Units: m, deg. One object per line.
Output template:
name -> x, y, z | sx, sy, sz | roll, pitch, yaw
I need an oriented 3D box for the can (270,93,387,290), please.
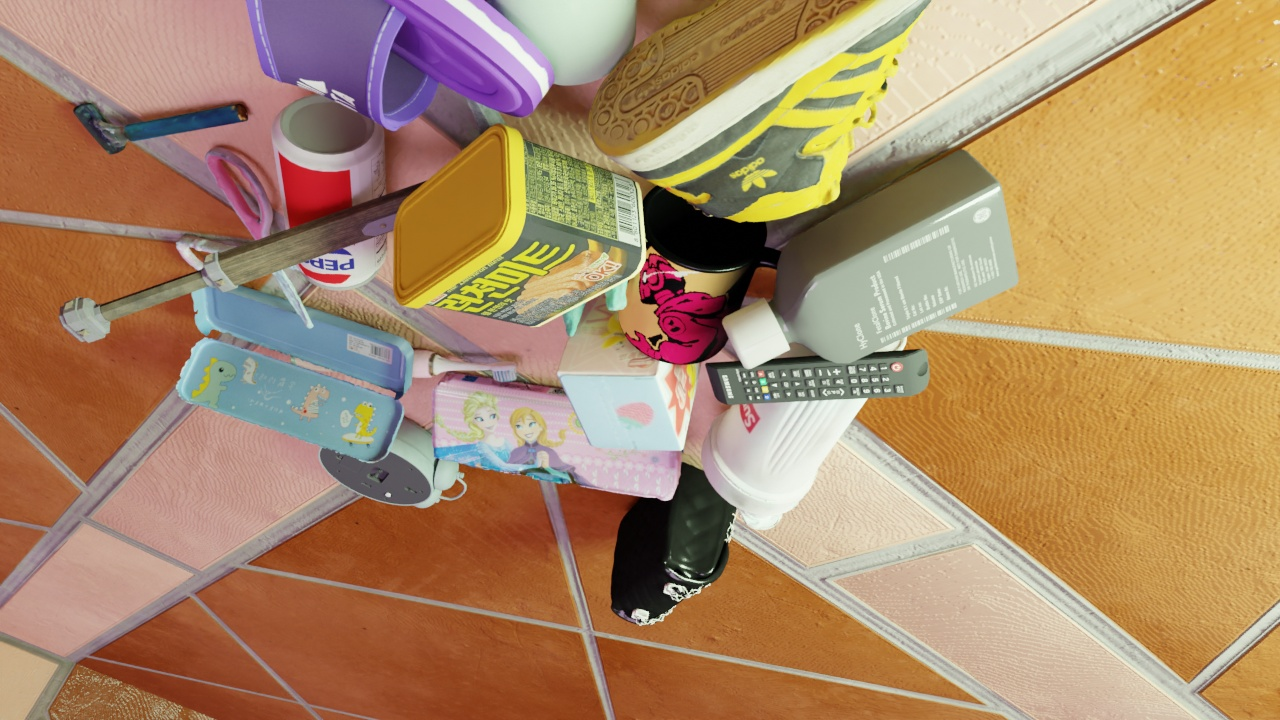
can -> -0.214, -0.114, 0.641 | 0.070, 0.070, 0.132 | 17, 143, -2

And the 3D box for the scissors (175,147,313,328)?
scissors -> -0.316, -0.094, 0.738 | 0.177, 0.013, 0.171 | 3, 134, 26

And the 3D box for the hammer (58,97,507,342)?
hammer -> -0.224, -0.078, 0.595 | 0.317, 0.028, 0.147 | -20, 144, -2

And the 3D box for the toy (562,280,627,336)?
toy -> -0.033, -0.066, 0.631 | 0.033, 0.085, 0.105 | 1, 169, -23

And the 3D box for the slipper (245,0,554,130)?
slipper -> -0.179, -0.187, 0.472 | 0.266, 0.084, 0.107 | 35, 174, -8

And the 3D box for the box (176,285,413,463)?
box -> -0.307, 0.007, 0.817 | 0.209, 0.043, 0.125 | 18, 104, 7

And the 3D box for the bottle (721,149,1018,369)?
bottle -> 0.134, -0.048, 0.560 | 0.174, 0.046, 0.084 | -27, 132, 7

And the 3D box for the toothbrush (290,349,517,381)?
toothbrush -> -0.214, 0.003, 0.825 | 0.223, 0.027, 0.026 | 4, 116, 16

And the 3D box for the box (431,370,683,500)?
box -> -0.072, 0.061, 0.841 | 0.230, 0.070, 0.085 | 8, 111, 11

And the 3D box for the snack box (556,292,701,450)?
snack box -> -0.004, 0.004, 0.695 | 0.080, 0.094, 0.093 | 1, 140, 18

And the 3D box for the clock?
clock -> -0.257, 0.107, 0.959 | 0.159, 0.045, 0.123 | 28, 141, -17

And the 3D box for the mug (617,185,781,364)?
mug -> 0.050, -0.054, 0.613 | 0.118, 0.081, 0.098 | 15, 143, 0

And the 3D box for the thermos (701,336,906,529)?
thermos -> 0.118, 0.036, 0.705 | 0.099, 0.099, 0.221 | 20, 137, -5

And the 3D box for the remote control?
remote control -> 0.114, 0.010, 0.609 | 0.147, 0.015, 0.033 | -4, 128, 22

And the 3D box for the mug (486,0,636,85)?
mug -> -0.054, -0.205, 0.469 | 0.111, 0.084, 0.104 | 28, 161, 22

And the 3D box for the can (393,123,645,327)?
can -> -0.075, -0.074, 0.560 | 0.101, 0.072, 0.131 | 11, 156, -40

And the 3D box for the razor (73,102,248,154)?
razor -> -0.344, -0.169, 0.660 | 0.144, 0.022, 0.042 | -1, 141, 20

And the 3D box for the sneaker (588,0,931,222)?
sneaker -> 0.099, -0.153, 0.467 | 0.239, 0.086, 0.122 | -28, 145, 26

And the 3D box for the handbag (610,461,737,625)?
handbag -> 0.042, 0.191, 0.890 | 0.114, 0.124, 0.154 | 26, 141, -13
